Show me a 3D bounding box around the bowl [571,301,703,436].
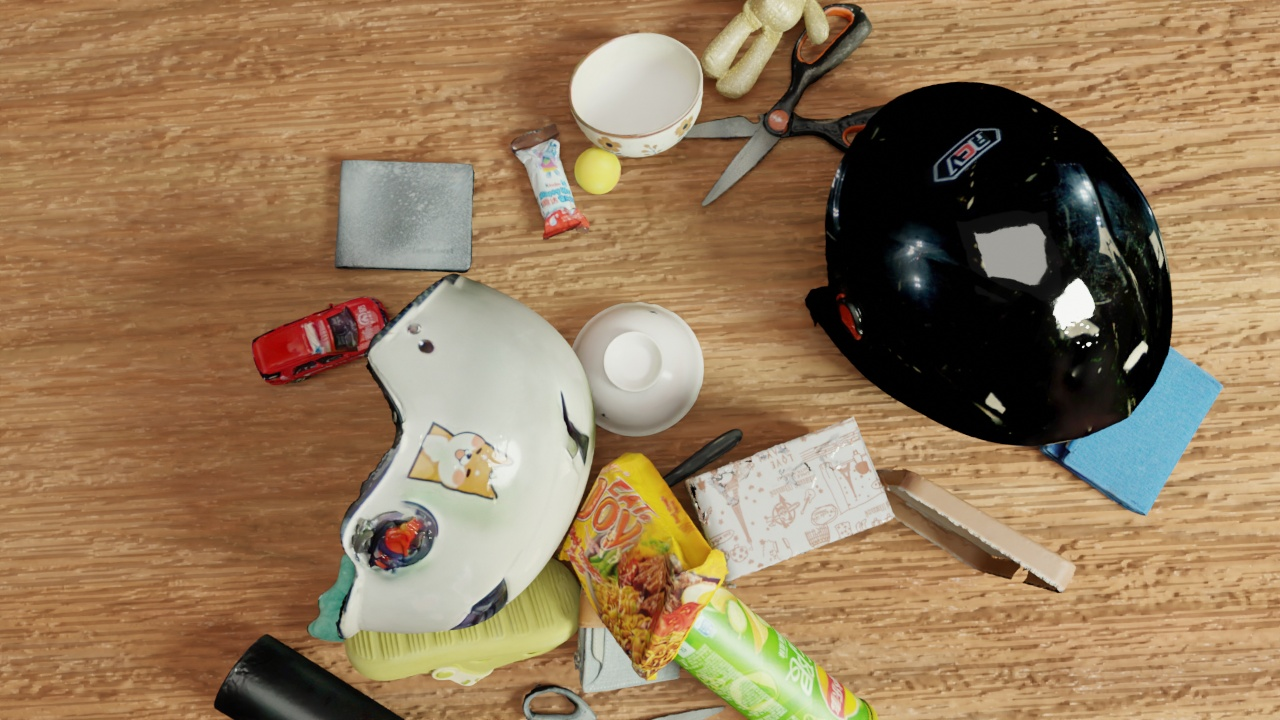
[{"bbox_3d":[-0.005,0.004,0.770,0.118,0.065,0.118,0,85,1],"label":"bowl"}]

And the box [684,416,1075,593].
[{"bbox_3d":[0.165,0.113,0.700,0.272,0.179,0.130,6,83,3],"label":"box"}]

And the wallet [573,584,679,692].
[{"bbox_3d":[-0.005,0.196,0.742,0.106,0.037,0.129,7,84,-41],"label":"wallet"}]

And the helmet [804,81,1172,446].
[{"bbox_3d":[0.264,-0.067,0.689,0.233,0.230,0.275,-38,124,-2],"label":"helmet"}]

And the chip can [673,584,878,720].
[{"bbox_3d":[0.086,0.237,0.713,0.221,0.072,0.072,41,87,-13],"label":"chip can"}]

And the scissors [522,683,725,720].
[{"bbox_3d":[-0.020,0.317,0.769,0.163,0.014,0.166,40,85,2],"label":"scissors"}]

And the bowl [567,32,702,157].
[{"bbox_3d":[-0.001,-0.217,0.785,0.113,0.062,0.113,-3,65,7],"label":"bowl"}]

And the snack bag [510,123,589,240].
[{"bbox_3d":[-0.079,-0.154,0.806,0.045,0.026,0.105,-20,82,3],"label":"snack bag"}]

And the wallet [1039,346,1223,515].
[{"bbox_3d":[0.411,0.048,0.769,0.106,0.040,0.133,33,86,-5],"label":"wallet"}]

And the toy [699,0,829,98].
[{"bbox_3d":[0.111,-0.300,0.795,0.105,0.066,0.157,36,85,-9],"label":"toy"}]

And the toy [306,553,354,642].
[{"bbox_3d":[-0.234,0.213,0.775,0.092,0.030,0.096,5,79,0],"label":"toy"}]

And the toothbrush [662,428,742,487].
[{"bbox_3d":[0.012,0.111,0.785,0.181,0.018,0.015,-33,81,-3],"label":"toothbrush"}]

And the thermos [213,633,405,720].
[{"bbox_3d":[-0.228,0.325,0.745,0.242,0.068,0.090,31,97,4],"label":"thermos"}]

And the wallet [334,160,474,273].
[{"bbox_3d":[-0.208,-0.127,0.812,0.121,0.019,0.097,2,87,0],"label":"wallet"}]

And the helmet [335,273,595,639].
[{"bbox_3d":[-0.116,0.079,0.677,0.157,0.230,0.274,11,93,-3],"label":"helmet"}]

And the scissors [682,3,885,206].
[{"bbox_3d":[0.144,-0.217,0.808,0.225,0.022,0.220,24,85,4],"label":"scissors"}]

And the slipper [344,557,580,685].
[{"bbox_3d":[-0.141,0.218,0.752,0.190,0.082,0.091,-10,49,-11],"label":"slipper"}]

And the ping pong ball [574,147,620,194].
[{"bbox_3d":[-0.037,-0.165,0.798,0.040,0.040,0.040,0,84,1],"label":"ping pong ball"}]

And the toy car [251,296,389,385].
[{"bbox_3d":[-0.275,-0.017,0.790,0.120,0.045,0.053,-21,86,-3],"label":"toy car"}]

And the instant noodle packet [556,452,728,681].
[{"bbox_3d":[-0.004,0.140,0.647,0.128,0.044,0.111,48,117,41],"label":"instant noodle packet"}]
